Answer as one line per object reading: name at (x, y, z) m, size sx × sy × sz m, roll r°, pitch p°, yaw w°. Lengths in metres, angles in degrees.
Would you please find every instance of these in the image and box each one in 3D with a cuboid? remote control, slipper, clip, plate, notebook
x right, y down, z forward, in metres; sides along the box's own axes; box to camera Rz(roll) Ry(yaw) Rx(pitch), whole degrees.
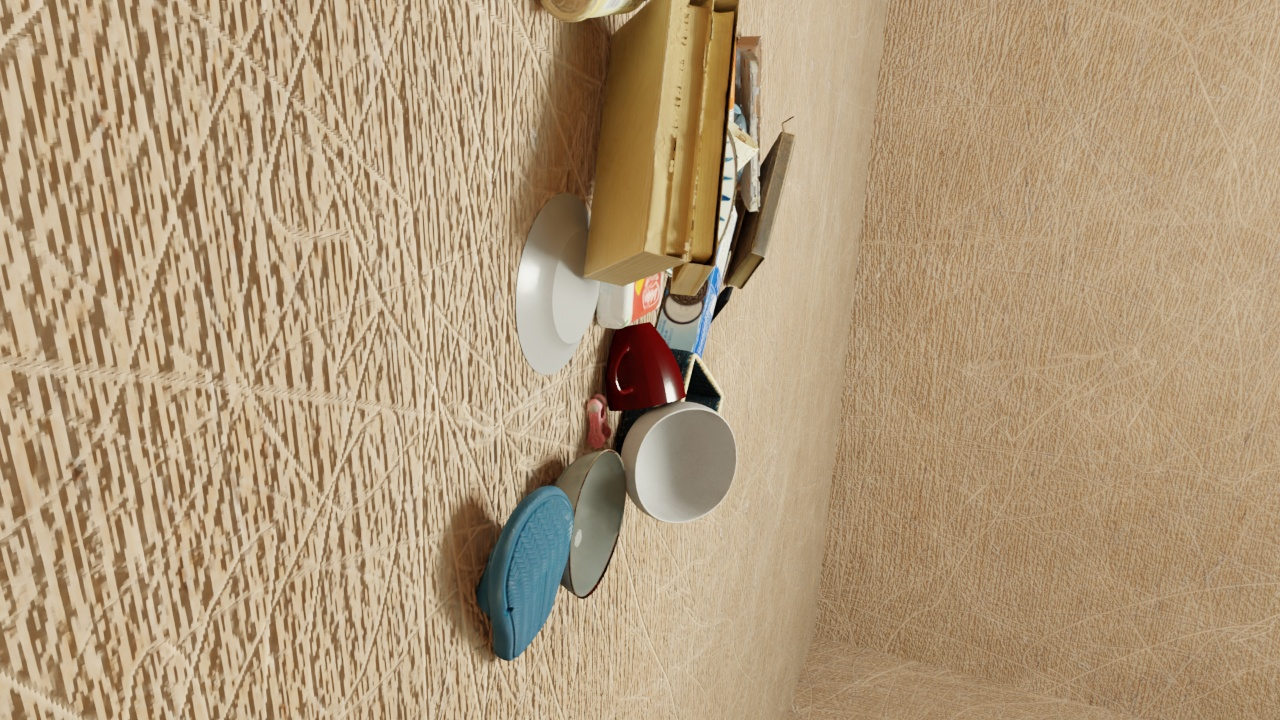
remote control at (0.094, -0.062, 1.254) m, size 0.125 × 0.010 × 0.039 m, roll -52°, pitch -167°, yaw 56°
slipper at (-0.111, 0.193, 0.816) m, size 0.103 × 0.059 × 0.214 m, roll -47°, pitch 156°, yaw -43°
clip at (-0.048, 0.067, 0.988) m, size 0.038 × 0.022 × 0.059 m, roll -42°, pitch 132°, yaw -57°
plate at (-0.068, -0.070, 0.867) m, size 0.172 × 0.019 × 0.173 m, roll 10°, pitch 89°, yaw -71°
notebook at (0.188, -0.235, 1.390) m, size 0.190 × 0.034 × 0.215 m, roll 117°, pitch -10°, yaw -72°

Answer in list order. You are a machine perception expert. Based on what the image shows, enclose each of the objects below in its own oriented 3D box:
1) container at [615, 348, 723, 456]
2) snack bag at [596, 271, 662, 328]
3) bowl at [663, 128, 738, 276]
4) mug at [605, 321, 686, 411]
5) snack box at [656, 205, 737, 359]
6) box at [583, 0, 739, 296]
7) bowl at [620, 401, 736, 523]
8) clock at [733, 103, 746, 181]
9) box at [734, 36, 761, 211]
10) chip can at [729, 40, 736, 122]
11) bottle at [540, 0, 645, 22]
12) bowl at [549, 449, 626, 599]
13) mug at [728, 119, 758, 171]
container at (0.040, 0.078, 1.162) m, size 0.187 × 0.071 × 0.145 m, roll 50°, pitch 52°, yaw -65°
snack bag at (-0.010, -0.083, 0.999) m, size 0.115 × 0.036 × 0.077 m, roll -34°, pitch 130°, yaw -64°
bowl at (0.032, -0.182, 0.998) m, size 0.176 × 0.071 × 0.177 m, roll -32°, pitch 131°, yaw -47°
mug at (-0.006, 0.006, 0.999) m, size 0.113 × 0.087 × 0.088 m, roll -16°, pitch 97°, yaw -63°
snack box at (0.072, -0.105, 1.191) m, size 0.059 × 0.059 × 0.226 m, roll 55°, pitch 48°, yaw -67°
box at (0.039, -0.195, 0.842) m, size 0.122 × 0.141 × 0.248 m, roll 10°, pitch 80°, yaw -30°
bowl at (0.036, 0.108, 1.014) m, size 0.131 × 0.064 × 0.132 m, roll -6°, pitch 103°, yaw -27°
clock at (0.113, -0.291, 1.227) m, size 0.124 × 0.052 × 0.089 m, roll -62°, pitch 152°, yaw -44°
box at (0.157, -0.334, 1.299) m, size 0.153 × 0.058 × 0.217 m, roll -77°, pitch 166°, yaw -55°
chip can at (0.082, -0.297, 1.120) m, size 0.062 × 0.062 × 0.211 m, roll -49°, pitch 144°, yaw -56°
bottle at (-0.031, -0.328, 0.795) m, size 0.161 × 0.056 × 0.057 m, roll -47°, pitch 142°, yaw -59°
bowl at (-0.066, 0.159, 0.922) m, size 0.150 × 0.057 × 0.150 m, roll 9°, pitch 89°, yaw -71°
mug at (0.063, -0.236, 1.059) m, size 0.121 × 0.081 × 0.097 m, roll 10°, pitch 126°, yaw -48°
